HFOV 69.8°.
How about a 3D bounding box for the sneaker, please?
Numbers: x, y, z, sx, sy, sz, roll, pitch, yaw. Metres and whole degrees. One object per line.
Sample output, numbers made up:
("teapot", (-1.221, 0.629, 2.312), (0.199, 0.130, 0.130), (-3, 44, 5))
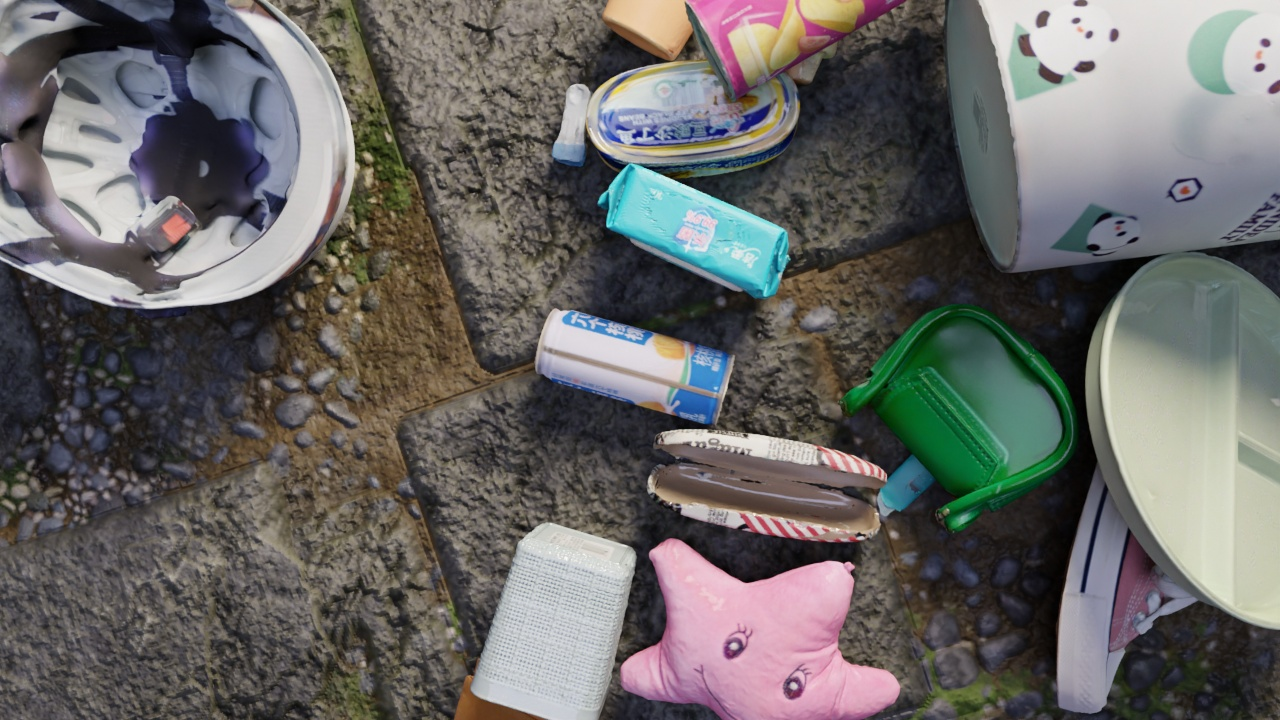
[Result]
("sneaker", (0.331, 0.119, 0.596), (0.088, 0.118, 0.241), (15, 89, 26))

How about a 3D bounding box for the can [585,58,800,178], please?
("can", (0.037, -0.169, 0.642), (0.148, 0.049, 0.074), (-4, 92, 6))

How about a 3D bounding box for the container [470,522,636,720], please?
("container", (-0.056, 0.181, 0.650), (0.090, 0.090, 0.111), (15, 91, 5))

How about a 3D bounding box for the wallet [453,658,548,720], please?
("wallet", (-0.084, 0.289, 0.663), (0.132, 0.031, 0.108), (16, 94, 30))

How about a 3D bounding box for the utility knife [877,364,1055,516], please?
("utility knife", (0.226, 0.053, 0.648), (0.158, 0.013, 0.029), (-45, 84, 6))

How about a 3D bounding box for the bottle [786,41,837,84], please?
("bottle", (0.125, -0.264, 0.624), (0.067, 0.066, 0.149), (13, 101, 6))

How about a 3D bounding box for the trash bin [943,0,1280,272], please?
("trash bin", (0.324, -0.164, 0.530), (0.252, 0.229, 0.229), (-12, 91, 12))

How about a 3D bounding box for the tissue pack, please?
("tissue pack", (0.036, -0.087, 0.623), (0.133, 0.093, 0.050), (25, 97, 5))

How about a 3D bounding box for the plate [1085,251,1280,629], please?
("plate", (0.356, 0.045, 0.557), (0.230, 0.028, 0.230), (8, 70, -22))

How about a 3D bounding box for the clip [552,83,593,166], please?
("clip", (-0.047, -0.171, 0.667), (0.026, 0.038, 0.058), (14, 92, 8))

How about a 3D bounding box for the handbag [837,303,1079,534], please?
("handbag", (0.213, 0.035, 0.610), (0.120, 0.068, 0.131), (-43, 75, 10))

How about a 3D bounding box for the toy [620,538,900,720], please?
("toy", (0.081, 0.197, 0.638), (0.194, 0.074, 0.179), (37, 104, 2))

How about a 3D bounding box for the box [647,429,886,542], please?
("box", (0.089, 0.073, 0.640), (0.163, 0.075, 0.082), (8, 105, 8))

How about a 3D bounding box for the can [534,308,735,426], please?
("can", (-0.004, 0.004, 0.652), (0.134, 0.053, 0.053), (15, 94, 6))

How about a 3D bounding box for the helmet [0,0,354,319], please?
("helmet", (-0.312, -0.145, 0.635), (0.258, 0.146, 0.229), (6, 94, -2))

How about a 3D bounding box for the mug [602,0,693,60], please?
("mug", (0.027, -0.275, 0.629), (0.078, 0.078, 0.123), (31, 101, 4))

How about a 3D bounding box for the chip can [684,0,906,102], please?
("chip can", (0.134, -0.243, 0.565), (0.211, 0.071, 0.071), (-28, 89, 8))
